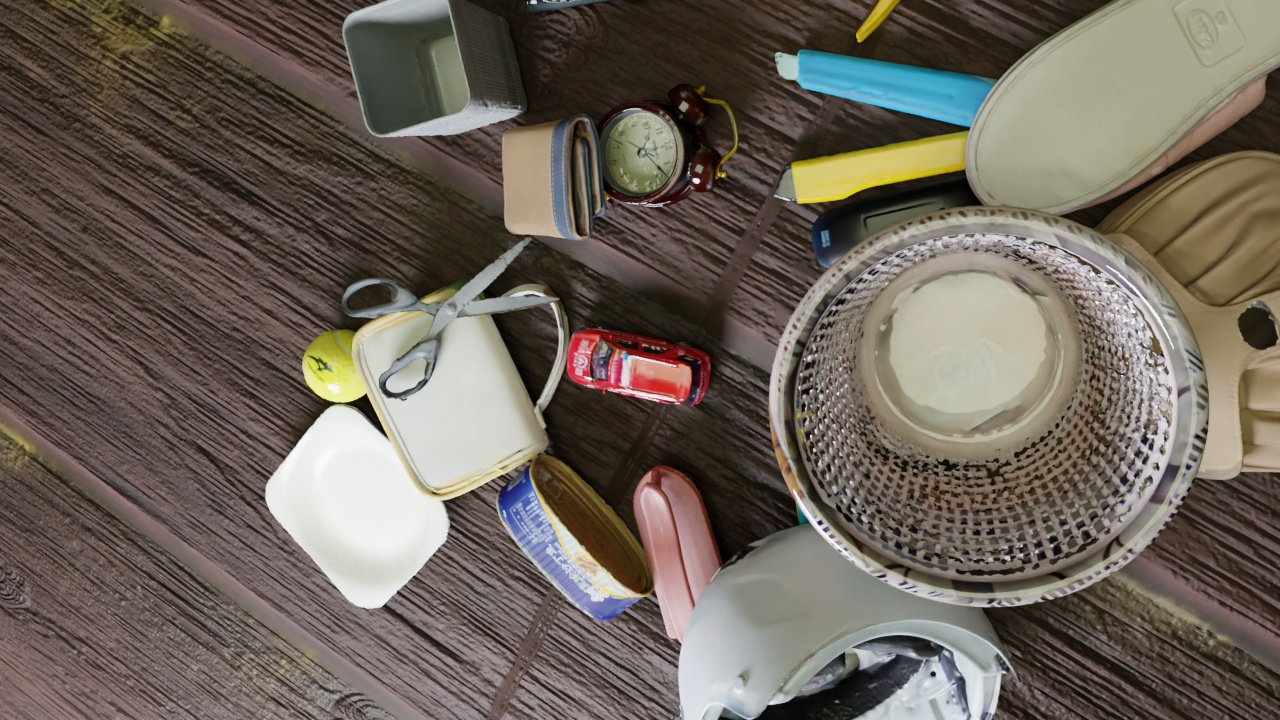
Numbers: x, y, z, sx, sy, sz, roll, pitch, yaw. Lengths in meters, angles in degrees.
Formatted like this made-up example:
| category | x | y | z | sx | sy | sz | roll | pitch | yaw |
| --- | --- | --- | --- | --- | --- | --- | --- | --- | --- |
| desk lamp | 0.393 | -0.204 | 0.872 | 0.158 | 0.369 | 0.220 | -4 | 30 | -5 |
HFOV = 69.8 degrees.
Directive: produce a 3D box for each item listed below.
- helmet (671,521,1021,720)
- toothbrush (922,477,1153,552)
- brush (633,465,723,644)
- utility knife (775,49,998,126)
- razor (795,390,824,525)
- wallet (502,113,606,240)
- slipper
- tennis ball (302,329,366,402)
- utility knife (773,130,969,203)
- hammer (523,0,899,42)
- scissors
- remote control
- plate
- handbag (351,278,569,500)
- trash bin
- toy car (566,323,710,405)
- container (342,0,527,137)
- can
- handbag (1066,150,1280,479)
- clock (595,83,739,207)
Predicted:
| category | x | y | z | sx | sy | sz | roll | pitch | yaw |
| --- | --- | --- | --- | --- | --- | --- | --- | --- | --- |
| helmet | 0.126 | 0.207 | 0.662 | 0.229 | 0.145 | 0.259 | -6 | 141 | -7 |
| toothbrush | 0.265 | 0.126 | 0.683 | 0.221 | 0.026 | 0.026 | -18 | 127 | 21 |
| brush | 0.032 | 0.156 | 0.744 | 0.063 | 0.069 | 0.146 | -14 | 96 | 19 |
| utility knife | 0.172 | -0.197 | 0.652 | 0.162 | 0.018 | 0.034 | 17 | 100 | 16 |
| razor | 0.130 | 0.091 | 0.720 | 0.043 | 0.028 | 0.132 | -11 | 96 | -13 |
| wallet | -0.071 | -0.139 | 0.708 | 0.115 | 0.033 | 0.090 | 13 | 107 | 54 |
| slipper | 0.333 | -0.189 | 0.579 | 0.275 | 0.054 | 0.114 | -36 | 88 | 24 |
| tennis ball | -0.265 | 0.005 | 0.814 | 0.065 | 0.065 | 0.065 | 4 | 102 | 18 |
| utility knife | 0.190 | -0.140 | 0.658 | 0.192 | 0.015 | 0.033 | -7 | 105 | 18 |
| hammer | 0.055 | -0.287 | 0.665 | 0.301 | 0.032 | 0.129 | -1 | 100 | 19 |
| scissors | -0.160 | -0.038 | 0.749 | 0.178 | 0.014 | 0.159 | 17 | 93 | 0 |
| remote control | 0.190 | -0.098 | 0.662 | 0.137 | 0.024 | 0.053 | -11 | 96 | 20 |
| plate | -0.257 | 0.132 | 0.851 | 0.163 | 0.034 | 0.165 | 47 | 115 | 3 |
| handbag | -0.134 | 0.014 | 0.784 | 0.179 | 0.063 | 0.163 | -25 | 93 | 7 |
| trash bin | 0.210 | 0.013 | 0.587 | 0.228 | 0.191 | 0.227 | 4 | 102 | 17 |
| toy car | -0.004 | 0.004 | 0.739 | 0.121 | 0.045 | 0.053 | 11 | 103 | 18 |
| container | -0.149 | -0.221 | 0.702 | 0.090 | 0.114 | 0.090 | -9 | 98 | 20 |
| can | -0.054 | 0.149 | 0.767 | 0.049 | 0.074 | 0.148 | -40 | 96 | 22 |
| handbag | 0.373 | -0.023 | 0.576 | 0.148 | 0.099 | 0.204 | -26 | 89 | 25 |
| clock | 0.017 | -0.160 | 0.690 | 0.122 | 0.055 | 0.082 | -12 | 96 | 23 |
